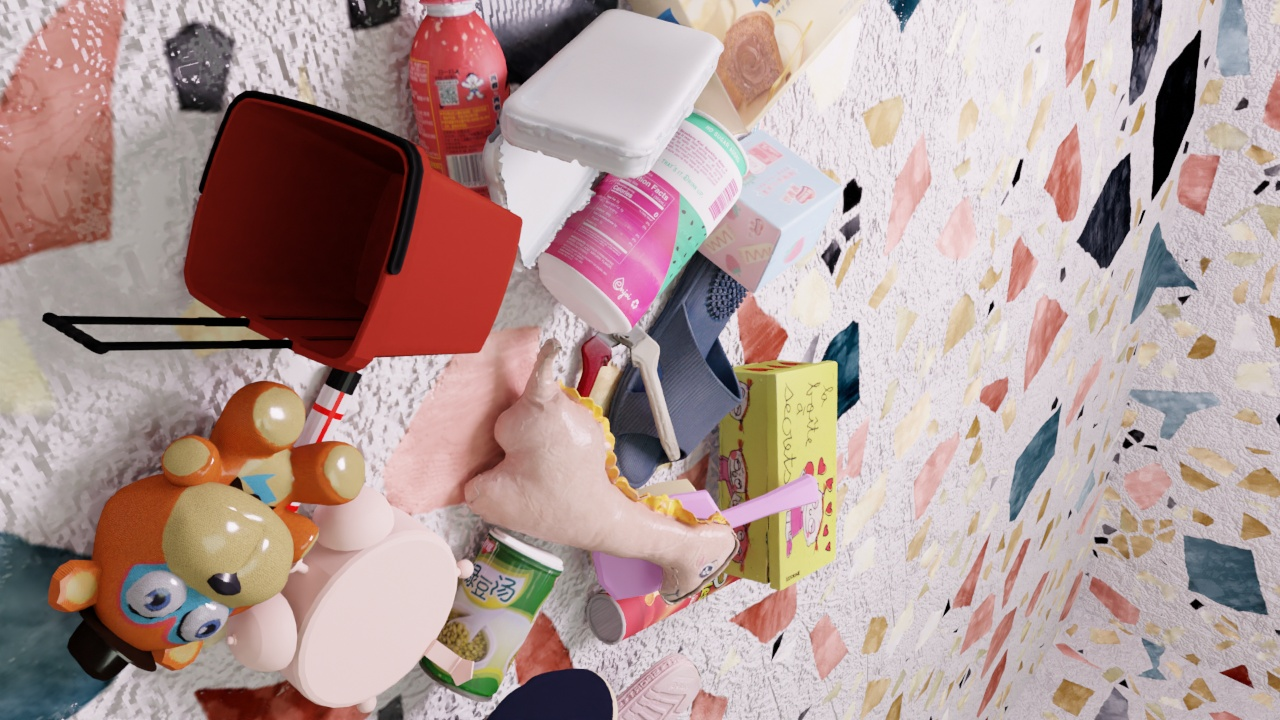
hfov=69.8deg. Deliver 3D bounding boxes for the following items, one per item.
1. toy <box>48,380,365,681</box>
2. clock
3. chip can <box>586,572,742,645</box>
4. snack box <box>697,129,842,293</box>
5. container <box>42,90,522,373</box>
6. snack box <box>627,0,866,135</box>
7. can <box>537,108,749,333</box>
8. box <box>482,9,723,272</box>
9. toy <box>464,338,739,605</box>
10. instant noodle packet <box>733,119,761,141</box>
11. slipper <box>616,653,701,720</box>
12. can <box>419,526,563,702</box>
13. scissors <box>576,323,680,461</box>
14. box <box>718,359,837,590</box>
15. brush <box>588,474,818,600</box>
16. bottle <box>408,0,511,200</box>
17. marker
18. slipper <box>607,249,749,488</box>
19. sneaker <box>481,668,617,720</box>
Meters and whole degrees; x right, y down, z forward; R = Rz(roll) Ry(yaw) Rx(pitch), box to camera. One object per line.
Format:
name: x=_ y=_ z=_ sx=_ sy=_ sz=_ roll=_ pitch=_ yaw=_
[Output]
toy: x=-0.242 y=0.096 z=0.513 sx=0.176 sy=0.096 sz=0.112 roll=-45 pitch=136 yaw=-11
clock: x=-0.183 y=0.169 z=0.620 sx=0.131 sy=0.086 sz=0.160 roll=-54 pitch=139 yaw=-17
chip can: x=0.036 y=0.232 z=0.948 sx=0.214 sy=0.052 sz=0.052 roll=-11 pitch=116 yaw=-48
snack box: x=0.100 y=-0.128 z=0.788 sx=0.092 sy=0.095 sz=0.080 roll=-37 pitch=158 yaw=-35
container: x=-0.171 y=-0.063 z=0.462 sx=0.200 sy=0.148 sz=0.127 roll=7 pitch=103 yaw=-61
snack box: x=0.089 y=-0.297 z=0.709 sx=0.207 sy=0.055 sz=0.153 roll=-50 pitch=126 yaw=-21
can: x=0.003 y=-0.104 z=0.688 sx=0.165 sy=0.088 sz=0.088 roll=-51 pitch=141 yaw=-10
box: x=-0.011 y=-0.154 z=0.591 sx=0.210 sy=0.106 sz=0.130 roll=-65 pitch=157 yaw=-44
toy: x=-0.009 y=0.105 z=0.758 sx=0.264 sy=0.065 sz=0.196 roll=20 pitch=105 yaw=-29
instant noodle packet: x=0.084 y=-0.242 z=0.782 sx=0.086 sy=0.026 sz=0.134 roll=-8 pitch=114 yaw=-49
slipper: x=-0.045 y=0.374 z=0.913 sx=0.239 sy=0.064 sz=0.094 roll=-41 pitch=134 yaw=-12
can: x=-0.117 y=0.200 z=0.729 sx=0.067 sy=0.067 sz=0.121 roll=38 pitch=78 yaw=-52
scissors: x=-0.015 y=0.010 z=0.766 sx=0.179 sy=0.015 sz=0.196 roll=42 pitch=92 yaw=-18
box: x=0.144 y=0.111 z=0.957 sx=0.124 sy=0.083 sz=0.221 roll=-6 pitch=100 yaw=-49
brush: x=0.059 y=0.150 z=0.864 sx=0.228 sy=0.043 sz=0.089 roll=-17 pitch=112 yaw=-16
bottle: x=-0.109 y=-0.165 z=0.556 sx=0.061 sy=0.062 sz=0.138 roll=-30 pitch=131 yaw=-39
marker: x=-0.217 y=0.071 z=0.580 sx=0.019 sy=0.019 sz=0.145 roll=29 pitch=85 yaw=-53
slipper: x=0.055 y=0.000 z=0.829 sx=0.101 sy=0.083 sz=0.263 roll=33 pitch=82 yaw=-51
sneaker: x=-0.094 y=0.333 z=0.749 sx=0.233 sy=0.091 sz=0.118 roll=-33 pitch=146 yaw=10
